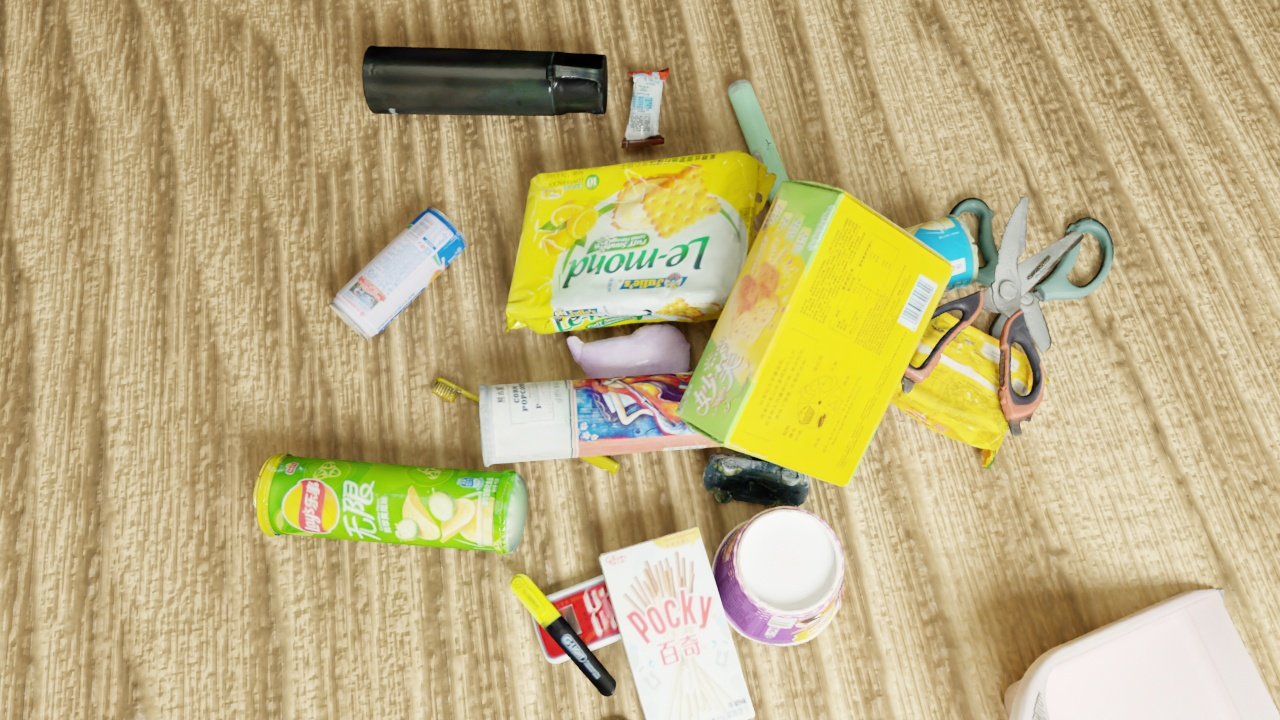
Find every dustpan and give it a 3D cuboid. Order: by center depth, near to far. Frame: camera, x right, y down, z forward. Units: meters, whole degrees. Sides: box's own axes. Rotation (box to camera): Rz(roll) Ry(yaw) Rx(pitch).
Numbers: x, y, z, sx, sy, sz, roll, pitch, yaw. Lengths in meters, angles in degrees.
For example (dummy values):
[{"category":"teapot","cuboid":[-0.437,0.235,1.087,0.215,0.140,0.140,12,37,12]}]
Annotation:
[{"category":"dustpan","cuboid":[0.384,0.296,0.652,0.273,0.139,0.222,-18,68,-4]}]

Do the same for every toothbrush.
[{"category":"toothbrush","cuboid":[-0.106,0.060,0.831,0.190,0.016,0.016,24,76,11]},{"category":"toothbrush","cuboid":[0.131,-0.185,0.912,0.027,0.027,0.224,-7,67,-24]}]

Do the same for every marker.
[{"category":"marker","cuboid":[-0.063,0.222,0.745,0.018,0.015,0.124,-43,73,-6]}]

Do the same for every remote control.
[{"category":"remote control","cuboid":[-0.023,0.205,0.768,0.136,0.020,0.056,-20,68,-5]}]

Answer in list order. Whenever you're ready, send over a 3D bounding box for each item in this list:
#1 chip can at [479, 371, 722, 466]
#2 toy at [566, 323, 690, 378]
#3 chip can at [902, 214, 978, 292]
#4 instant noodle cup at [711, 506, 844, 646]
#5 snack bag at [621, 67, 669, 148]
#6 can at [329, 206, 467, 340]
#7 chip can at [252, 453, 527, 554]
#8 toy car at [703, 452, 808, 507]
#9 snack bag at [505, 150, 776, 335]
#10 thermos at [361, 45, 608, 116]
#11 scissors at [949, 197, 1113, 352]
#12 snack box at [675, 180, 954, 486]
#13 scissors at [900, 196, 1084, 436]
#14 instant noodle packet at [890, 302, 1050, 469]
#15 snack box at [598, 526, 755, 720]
[{"category":"chip can","cuboid":[-0.028,0.048,0.789,0.214,0.071,0.071,-3,68,-7]},{"category":"toy","cuboid":[-0.005,0.005,0.837,0.108,0.039,0.084,-15,87,-5]},{"category":"chip can","cuboid":[0.195,-0.073,0.841,0.210,0.071,0.071,-16,69,-4]},{"category":"instant noodle cup","cuboid":[0.114,0.167,0.736,0.111,0.099,0.111,-1,67,2]},{"category":"snack bag","cuboid":[0.005,-0.262,0.947,0.048,0.026,0.104,-2,69,9]},{"category":"can","cuboid":[-0.229,-0.082,0.872,0.053,0.053,0.134,38,75,15]},{"category":"chip can","cuboid":[-0.208,0.122,0.781,0.221,0.073,0.072,4,69,3]},{"category":"toy car","cuboid":[0.100,0.103,0.793,0.090,0.043,0.034,8,35,10]},{"category":"snack bag","cuboid":[-0.002,-0.102,0.835,0.247,0.068,0.157,-3,63,20]},{"category":"thermos","cuboid":[-0.157,-0.287,0.930,0.242,0.090,0.068,1,90,4]},{"category":"scissors","cuboid":[0.378,-0.092,0.869,0.181,0.019,0.170,-15,67,-4]},{"category":"snack box","cuboid":[0.142,-0.018,0.740,0.070,0.157,0.210,31,98,53]},{"category":"scissors","cuboid":[0.308,-0.040,0.795,0.189,0.015,0.226,-5,76,-4]},{"category":"instant noodle packet","cuboid":[0.283,0.020,0.815,0.128,0.044,0.110,34,72,12]},{"category":"snack box","cuboid":[0.028,0.221,0.739,0.084,0.027,0.156,-16,81,-6]}]
